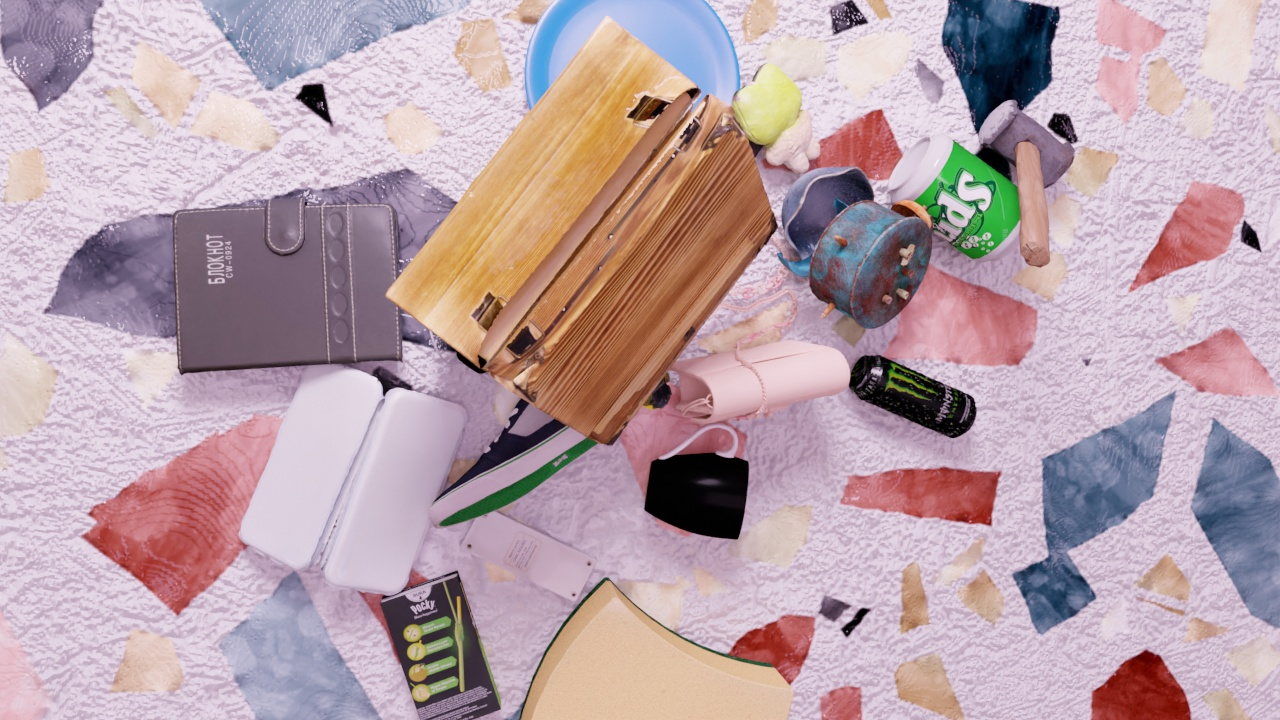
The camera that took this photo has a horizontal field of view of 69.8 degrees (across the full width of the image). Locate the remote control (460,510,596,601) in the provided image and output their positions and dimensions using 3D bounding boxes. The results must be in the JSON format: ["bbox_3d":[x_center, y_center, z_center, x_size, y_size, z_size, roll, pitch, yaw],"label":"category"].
[{"bbox_3d":[-0.117,0.202,0.963,0.136,0.011,0.050,28,88,-9],"label":"remote control"}]

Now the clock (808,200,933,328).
[{"bbox_3d":[0.250,-0.101,0.931,0.157,0.073,0.121,-23,133,-30],"label":"clock"}]

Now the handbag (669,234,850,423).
[{"bbox_3d":[0.098,-0.032,0.919,0.198,0.117,0.187,-11,96,-19],"label":"handbag"}]

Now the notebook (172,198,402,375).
[{"bbox_3d":[-0.341,-0.075,0.894,0.209,0.029,0.169,-4,83,-11],"label":"notebook"}]

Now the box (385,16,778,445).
[{"bbox_3d":[-0.031,-0.090,0.781,0.220,0.258,0.279,39,87,1],"label":"box"}]

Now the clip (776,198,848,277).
[{"bbox_3d":[0.198,-0.119,0.950,0.120,0.033,0.119,2,120,-36],"label":"clip"}]

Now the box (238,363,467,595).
[{"bbox_3d":[-0.282,0.116,0.907,0.185,0.084,0.210,24,88,-15],"label":"box"}]

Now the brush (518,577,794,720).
[{"bbox_3d":[0.012,0.370,0.960,0.250,0.075,0.195,30,88,-10],"label":"brush"}]

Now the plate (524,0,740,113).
[{"bbox_3d":[-0.008,-0.288,0.951,0.224,0.024,0.224,0,93,-9],"label":"plate"}]

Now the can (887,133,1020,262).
[{"bbox_3d":[0.343,-0.173,0.983,0.140,0.088,0.087,32,87,-9],"label":"can"}]

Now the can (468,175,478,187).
[{"bbox_3d":[-0.135,-0.151,0.927,0.086,0.043,0.086,0,93,-10],"label":"can"}]

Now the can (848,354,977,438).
[{"bbox_3d":[0.298,0.039,1.002,0.137,0.054,0.054,23,89,-10],"label":"can"}]

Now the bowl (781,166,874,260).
[{"bbox_3d":[0.188,-0.161,0.965,0.110,0.055,0.110,-18,133,-21],"label":"bowl"}]

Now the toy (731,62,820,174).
[{"bbox_3d":[0.146,-0.250,0.964,0.115,0.046,0.091,49,60,-20],"label":"toy"}]

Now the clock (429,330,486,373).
[{"bbox_3d":[-0.152,-0.038,0.929,0.120,0.042,0.091,-22,96,-8],"label":"clock"}]

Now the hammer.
[{"bbox_3d":[0.383,-0.170,0.899,0.098,0.327,0.052,36,127,-5],"label":"hammer"}]

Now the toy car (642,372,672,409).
[{"bbox_3d":[-0.006,0.006,0.957,0.030,0.048,0.107,-29,98,37],"label":"toy car"}]

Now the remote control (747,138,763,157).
[{"bbox_3d":[0.087,-0.204,0.978,0.046,0.009,0.124,35,85,-9],"label":"remote control"}]

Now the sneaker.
[{"bbox_3d":[-0.119,0.082,0.927,0.235,0.084,0.079,-33,76,-9],"label":"sneaker"}]

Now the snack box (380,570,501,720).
[{"bbox_3d":[-0.205,0.301,0.946,0.080,0.025,0.147,-18,95,-8],"label":"snack box"}]

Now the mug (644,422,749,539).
[{"bbox_3d":[0.059,0.121,0.951,0.100,0.085,0.119,8,97,2],"label":"mug"}]
